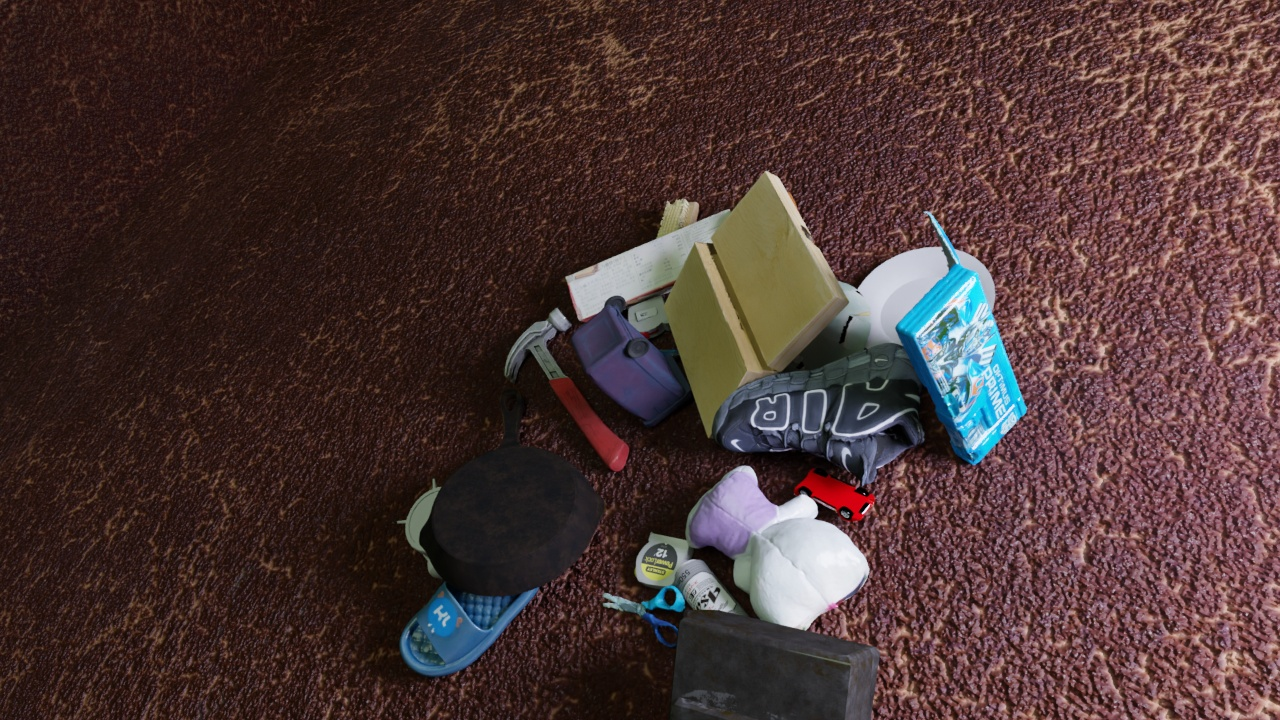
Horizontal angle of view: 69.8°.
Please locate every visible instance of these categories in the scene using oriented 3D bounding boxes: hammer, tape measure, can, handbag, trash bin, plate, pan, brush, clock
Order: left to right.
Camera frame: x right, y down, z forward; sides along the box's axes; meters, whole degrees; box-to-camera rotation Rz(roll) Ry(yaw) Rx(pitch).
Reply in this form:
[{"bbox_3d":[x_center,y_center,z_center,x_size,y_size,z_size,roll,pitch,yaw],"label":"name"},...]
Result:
[{"bbox_3d":[-0.256,0.238,1.260,0.159,0.061,0.119,29,75,38],"label":"clock"},{"bbox_3d":[-0.178,0.154,1.235,0.249,0.043,0.355,-10,41,1],"label":"pan"},{"bbox_3d":[-0.102,0.051,1.320,0.126,0.036,0.315,-41,46,2],"label":"hammer"},{"bbox_3d":[-0.007,0.007,1.200,0.092,0.161,0.093,-38,45,10],"label":"trash bin"},{"bbox_3d":[0.013,-0.062,1.332,0.062,0.020,0.060,-21,48,6],"label":"tape measure"},{"bbox_3d":[0.026,0.242,1.104,0.064,0.017,0.064,4,60,34],"label":"tape measure"},{"bbox_3d":[0.052,-0.198,1.403,0.049,0.039,0.117,-2,58,33],"label":"brush"},{"bbox_3d":[0.081,0.272,1.028,0.044,0.044,0.106,-42,46,-2],"label":"can"},{"bbox_3d":[0.112,0.362,0.889,0.198,0.102,0.199,3,85,34],"label":"handbag"},{"bbox_3d":[0.348,-0.066,1.132,0.173,0.019,0.172,-17,50,21],"label":"plate"}]

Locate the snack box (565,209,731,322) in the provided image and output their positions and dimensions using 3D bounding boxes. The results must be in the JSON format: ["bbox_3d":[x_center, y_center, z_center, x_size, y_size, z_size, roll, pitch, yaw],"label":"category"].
[{"bbox_3d":[0.024,-0.134,1.349,0.273,0.044,0.076,-21,80,19],"label":"snack box"}]

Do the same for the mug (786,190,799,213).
[{"bbox_3d":[0.183,-0.176,1.273,0.081,0.085,0.110,-20,49,16],"label":"mug"}]

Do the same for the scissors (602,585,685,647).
[{"bbox_3d":[-0.002,0.297,1.074,0.134,0.016,0.073,-5,82,40],"label":"scissors"}]

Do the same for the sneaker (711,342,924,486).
[{"bbox_3d":[0.210,0.087,1.045,0.253,0.097,0.150,-19,44,12],"label":"sneaker"}]

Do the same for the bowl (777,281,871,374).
[{"bbox_3d":[0.198,-0.043,1.161,0.175,0.068,0.173,-22,49,27],"label":"bowl"}]

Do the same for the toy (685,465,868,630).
[{"bbox_3d":[0.144,0.201,1.011,0.137,0.085,0.209,-47,47,-6],"label":"toy"}]

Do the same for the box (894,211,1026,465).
[{"bbox_3d":[0.343,-0.018,0.943,0.075,0.243,0.166,0,56,35],"label":"box"}]

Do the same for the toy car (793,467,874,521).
[{"bbox_3d":[0.219,0.153,1.042,0.089,0.025,0.038,25,55,37],"label":"toy car"}]

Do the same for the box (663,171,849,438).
[{"bbox_3d":[0.131,-0.071,1.163,0.258,0.076,0.246,-51,39,31],"label":"box"}]

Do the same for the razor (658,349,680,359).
[{"bbox_3d":[-0.003,-0.014,1.313,0.141,0.018,0.043,11,27,35],"label":"razor"}]

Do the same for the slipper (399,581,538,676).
[{"bbox_3d":[-0.217,0.318,1.164,0.214,0.059,0.103,-39,60,1],"label":"slipper"}]
